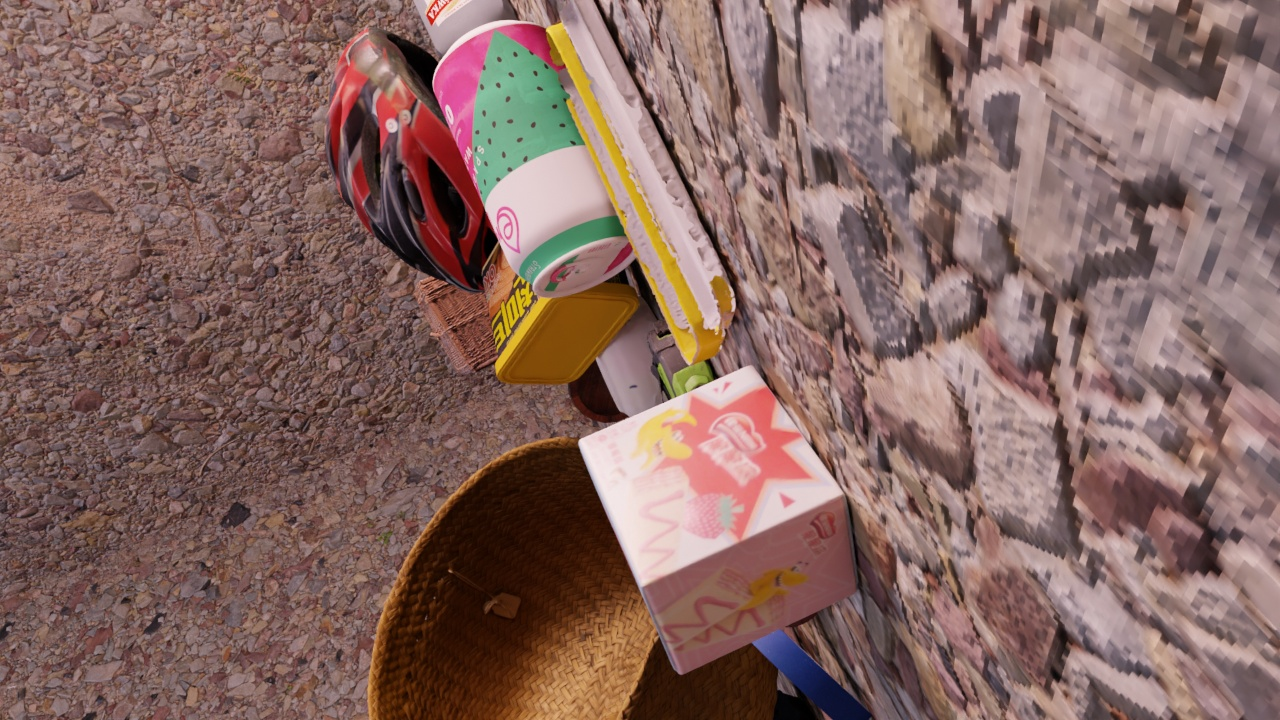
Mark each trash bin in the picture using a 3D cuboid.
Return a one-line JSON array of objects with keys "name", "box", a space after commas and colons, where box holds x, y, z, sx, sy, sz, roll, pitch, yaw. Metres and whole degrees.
[{"name": "trash bin", "box": [0.051, 0.397, 0.803, 0.139, 0.249, 0.139, 156, 91, -85]}]

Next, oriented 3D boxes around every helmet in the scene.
[{"name": "helmet", "box": [-0.164, -0.164, 0.788, 0.217, 0.167, 0.272, 54, -173, 31]}]

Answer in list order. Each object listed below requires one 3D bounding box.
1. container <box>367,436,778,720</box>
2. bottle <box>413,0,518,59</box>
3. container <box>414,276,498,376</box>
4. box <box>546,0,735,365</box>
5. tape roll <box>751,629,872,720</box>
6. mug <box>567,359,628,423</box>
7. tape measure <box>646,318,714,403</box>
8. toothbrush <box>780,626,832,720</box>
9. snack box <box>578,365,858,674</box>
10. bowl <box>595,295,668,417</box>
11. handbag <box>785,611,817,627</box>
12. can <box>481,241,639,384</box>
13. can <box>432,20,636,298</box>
[{"name": "container", "box": [-0.048, 0.235, 0.733, 0.196, 0.307, 0.306, 46, -171, -38]}, {"name": "bottle", "box": [-0.140, -0.279, 0.761, 0.046, 0.072, 0.161, 44, -164, -56]}, {"name": "container", "box": [-0.148, -0.072, 1.047, 0.113, 0.198, 0.114, 63, 164, -6]}, {"name": "box", "box": [-0.004, -0.103, 0.482, 0.127, 0.023, 0.209, 104, 143, -75]}, {"name": "tape roll", "box": [0.093, 0.178, 0.536, 0.093, 0.016, 0.091, 45, 174, -20]}, {"name": "mug", "box": [-0.040, -0.002, 0.982, 0.111, 0.081, 0.117, -122, 27, -78]}, {"name": "tape measure", "box": [0.026, 0.014, 0.578, 0.066, 0.036, 0.058, 78, 167, -61]}, {"name": "toothbrush", "box": [0.115, 0.222, 0.687, 0.016, 0.018, 0.181, 94, 152, -78]}, {"name": "snack box", "box": [0.036, 0.072, 0.428, 0.093, 0.094, 0.079, -118, 8, -47]}, {"name": "bowl", "box": [-0.004, 0.004, 0.743, 0.105, 0.054, 0.105, 156, 91, -83]}, {"name": "handbag", "box": [0.075, 0.104, 0.573, 0.119, 0.029, 0.055, -111, -3, -49]}, {"name": "can", "box": [-0.067, -0.056, 0.703, 0.131, 0.072, 0.101, -48, 49, 47]}, {"name": "can", "box": [-0.067, -0.130, 0.594, 0.088, 0.088, 0.166, 91, 155, -77]}]
